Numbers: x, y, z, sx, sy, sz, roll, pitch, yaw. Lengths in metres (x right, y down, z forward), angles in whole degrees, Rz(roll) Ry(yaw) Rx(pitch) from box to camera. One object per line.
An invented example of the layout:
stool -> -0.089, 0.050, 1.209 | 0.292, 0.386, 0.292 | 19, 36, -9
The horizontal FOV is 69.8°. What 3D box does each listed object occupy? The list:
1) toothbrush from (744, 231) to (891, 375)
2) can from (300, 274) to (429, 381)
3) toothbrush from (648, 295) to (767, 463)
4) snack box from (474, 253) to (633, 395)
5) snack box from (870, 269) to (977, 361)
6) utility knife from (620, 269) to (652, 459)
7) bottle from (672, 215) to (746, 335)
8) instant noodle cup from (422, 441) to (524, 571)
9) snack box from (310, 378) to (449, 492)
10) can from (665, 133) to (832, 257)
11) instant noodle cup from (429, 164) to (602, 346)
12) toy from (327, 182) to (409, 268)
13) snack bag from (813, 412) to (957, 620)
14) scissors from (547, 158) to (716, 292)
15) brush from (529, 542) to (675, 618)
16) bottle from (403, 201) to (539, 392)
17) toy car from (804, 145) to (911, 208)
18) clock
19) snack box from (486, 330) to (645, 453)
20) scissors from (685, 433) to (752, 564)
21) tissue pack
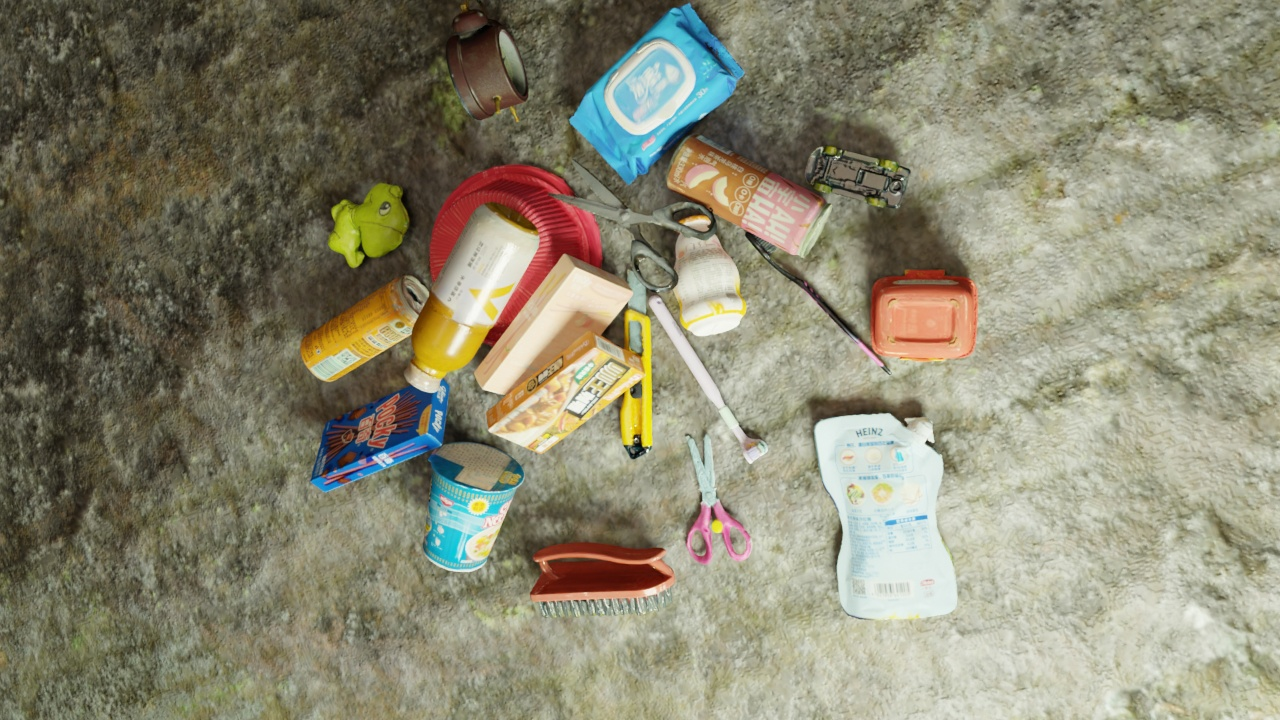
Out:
toothbrush -> 0.168, -0.057, 0.856 | 0.018, 0.014, 0.189 | -45, 83, 5
can -> -0.292, -0.033, 0.981 | 0.146, 0.058, 0.058 | -28, 88, 19
toothbrush -> 0.062, 0.016, 0.895 | 0.189, 0.029, 0.021 | 56, 146, 5
snack box -> -0.085, -0.027, 0.901 | 0.157, 0.084, 0.026 | -51, 49, 18
snack box -> 0.246, -0.038, 0.798 | 0.091, 0.080, 0.082 | 1, 96, 18
utility knife -> -0.005, 0.005, 0.916 | 0.033, 0.015, 0.193 | 1, 96, 15
bottle -> 0.060, -0.080, 0.862 | 0.063, 0.063, 0.108 | -16, 78, 19
instant noodle cup -> -0.182, 0.155, 0.956 | 0.099, 0.099, 0.110 | 23, 111, 14
snack box -> -0.277, 0.078, 0.979 | 0.157, 0.084, 0.026 | -22, 132, 18
can -> 0.098, -0.152, 0.842 | 0.147, 0.057, 0.058 | 30, 104, 12
instant noodle cup -> -0.139, -0.103, 0.921 | 0.194, 0.065, 0.194 | 2, 96, 17
toy -> -0.288, -0.143, 0.981 | 0.100, 0.031, 0.097 | 14, 100, 20
snack bag -> 0.227, 0.142, 0.849 | 0.110, 0.038, 0.191 | -7, 93, 24
scissors -> -0.009, -0.131, 0.857 | 0.159, 0.014, 0.170 | -11, 71, 13
brush -> -0.036, 0.219, 0.927 | 0.146, 0.063, 0.069 | -5, 108, 17
bottle -> -0.164, -0.056, 0.864 | 0.068, 0.068, 0.190 | 35, 106, 11
toy car -> 0.193, -0.164, 0.822 | 0.090, 0.035, 0.042 | 18, 100, 15
clock -> -0.151, -0.293, 0.892 | 0.055, 0.082, 0.122 | -13, 94, 14
snack box -> -0.075, 0.034, 0.903 | 0.154, 0.075, 0.026 | -37, 46, 26
scissors -> 0.060, 0.139, 0.915 | 0.077, 0.017, 0.137 | -22, 85, 27
tissue pack -> 0.012, -0.248, 0.861 | 0.157, 0.052, 0.095 | -40, 84, 18
